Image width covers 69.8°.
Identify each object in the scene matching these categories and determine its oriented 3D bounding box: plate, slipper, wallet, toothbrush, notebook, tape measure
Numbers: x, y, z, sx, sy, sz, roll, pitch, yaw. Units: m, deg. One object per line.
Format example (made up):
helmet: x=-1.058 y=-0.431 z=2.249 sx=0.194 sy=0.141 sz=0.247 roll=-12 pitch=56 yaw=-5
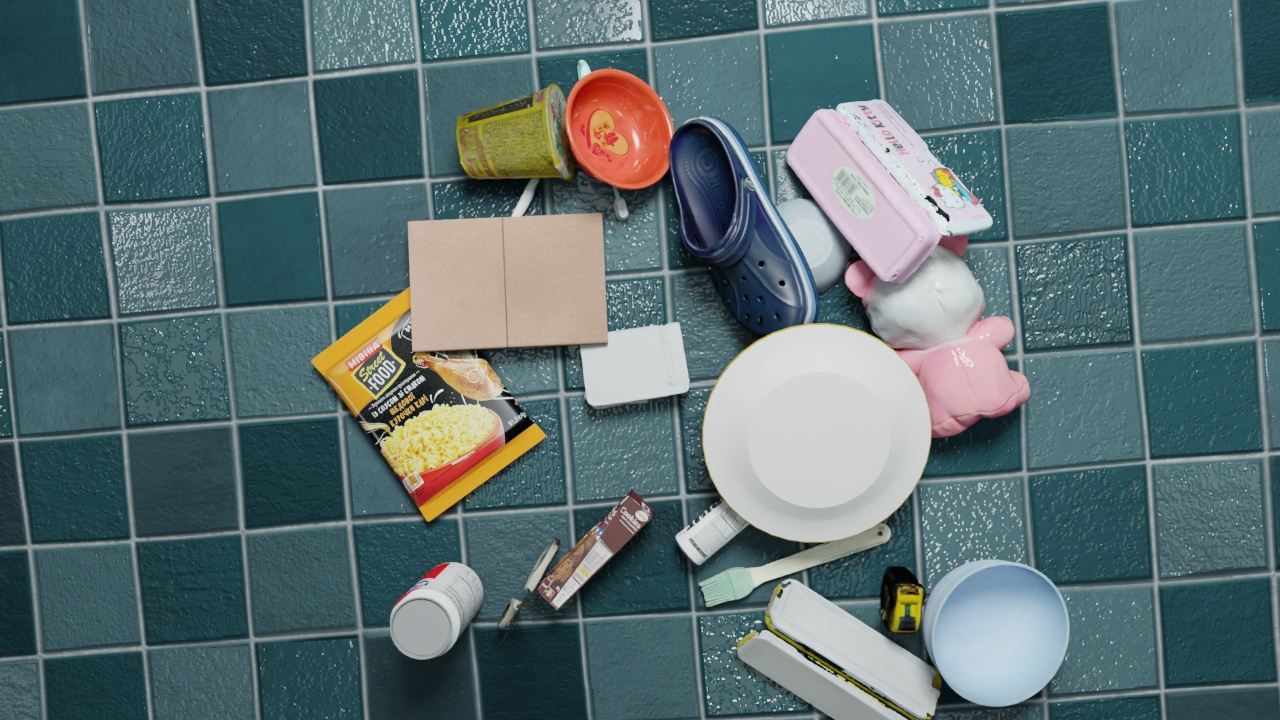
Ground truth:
plate: x=0.177 y=0.078 z=0.919 sx=0.230 sy=0.021 sz=0.230 roll=1 pitch=102 yaw=3
slipper: x=0.088 y=-0.128 z=0.940 sx=0.105 sy=0.095 sz=0.252 roll=-27 pitch=86 yaw=41
wallet: x=-0.006 y=0.006 z=0.998 sx=0.116 sy=0.032 sz=0.086 roll=-5 pitch=80 yaw=5
toothbrush: x=-0.041 y=-0.240 z=0.999 sx=0.016 sy=0.016 sz=0.180 roll=-15 pitch=90 yaw=-4
notebook: x=-0.142 y=-0.084 z=0.987 sx=0.209 sy=0.008 sz=0.141 roll=-3 pitch=87 yaw=-1
tape measure: x=0.274 y=0.257 z=0.975 sx=0.038 sy=0.067 sz=0.063 roll=1 pitch=101 yaw=1
toothbrush: x=-0.151 y=-0.120 z=1.007 sx=0.017 sy=0.016 sz=0.189 roll=26 pitch=93 yaw=-8

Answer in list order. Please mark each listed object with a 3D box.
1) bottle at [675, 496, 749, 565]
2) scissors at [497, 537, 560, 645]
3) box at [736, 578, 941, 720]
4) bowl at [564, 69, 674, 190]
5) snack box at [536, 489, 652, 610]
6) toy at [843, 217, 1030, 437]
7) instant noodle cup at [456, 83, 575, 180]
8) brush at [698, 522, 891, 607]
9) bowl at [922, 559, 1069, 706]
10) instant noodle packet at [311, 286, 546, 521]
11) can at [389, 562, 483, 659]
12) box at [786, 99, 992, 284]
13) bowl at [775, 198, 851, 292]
bottle: x=0.093 y=0.170 z=0.990 sx=0.116 sy=0.041 sz=0.041 roll=-40 pitch=89 yaw=3
scissors: x=-0.121 y=0.244 z=0.957 sx=0.012 sy=0.158 sz=0.168 roll=34 pitch=48 yaw=-2
box: x=0.213 y=0.331 z=0.996 sx=0.210 sy=0.080 sz=0.083 roll=33 pitch=52 yaw=-1
bowl: x=-0.030 y=-0.236 z=0.967 sx=0.130 sy=0.045 sz=0.130 roll=6 pitch=78 yaw=-30
snack box: x=-0.048 y=0.203 z=0.992 sx=0.141 sy=0.051 sz=0.032 roll=-45 pitch=89 yaw=3
toy: x=0.311 y=-0.031 z=0.954 sx=0.142 sy=0.084 sz=0.213 roll=-23 pitch=91 yaw=10
instant noodle cup: x=-0.131 y=-0.232 z=0.968 sx=0.108 sy=0.102 sz=0.102 roll=-6 pitch=91 yaw=11
brush: x=0.170 y=0.221 z=1.004 sx=0.218 sy=0.012 sz=0.033 roll=-19 pitch=91 yaw=2
bowl: x=0.358 y=0.274 z=0.959 sx=0.150 sy=0.075 sz=0.150 roll=-1 pitch=94 yaw=-9
instant noodle packet: x=-0.234 y=0.042 z=1.005 sx=0.160 sy=0.032 sz=0.221 roll=-36 pitch=90 yaw=2
can: x=-0.211 y=0.260 z=0.960 sx=0.070 sy=0.132 sz=0.070 roll=0 pitch=91 yaw=2
box: x=0.253 y=-0.178 z=0.944 sx=0.201 sy=0.103 sz=0.101 roll=59 pitch=136 yaw=28
bowl: x=0.175 y=-0.123 z=0.980 sx=0.106 sy=0.039 sz=0.106 roll=0 pitch=91 yaw=2
